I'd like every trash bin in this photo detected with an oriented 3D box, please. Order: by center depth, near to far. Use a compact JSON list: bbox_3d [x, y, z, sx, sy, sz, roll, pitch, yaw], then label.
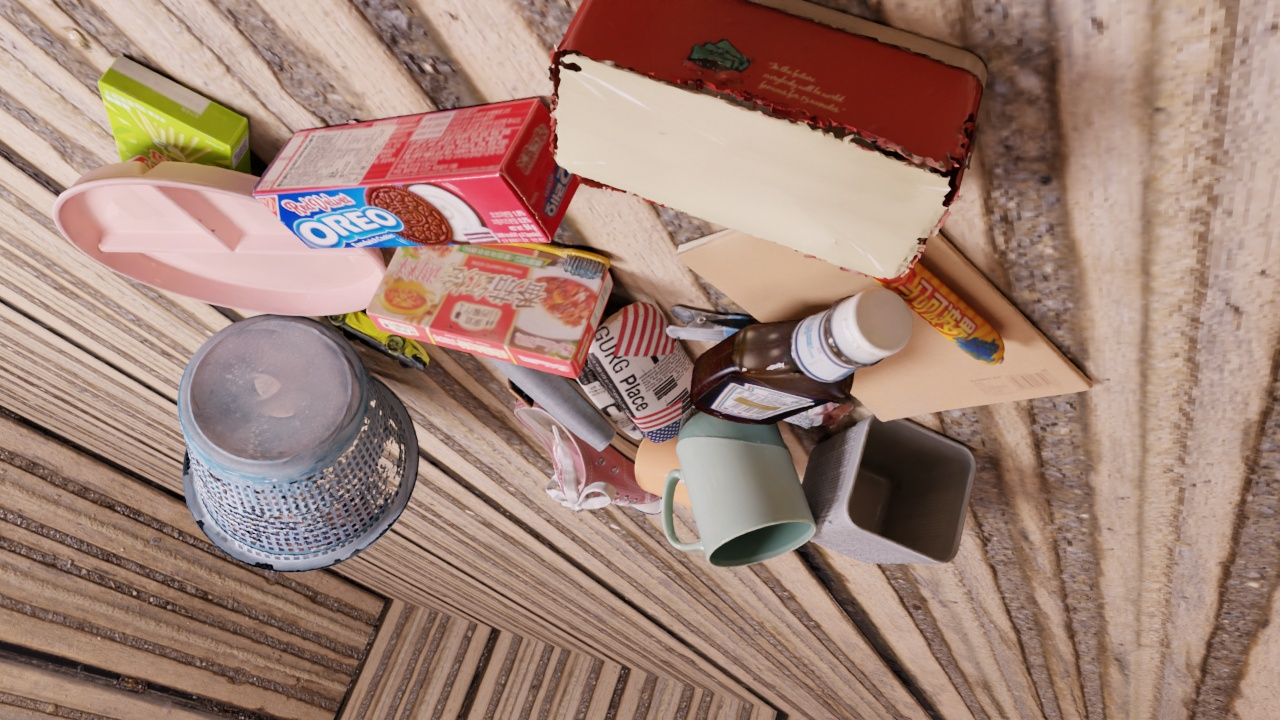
[{"bbox_3d":[-0.321,0.063,0.844,0.226,0.226,0.195,21,153,-2],"label":"trash bin"}]

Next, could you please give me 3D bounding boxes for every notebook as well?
[{"bbox_3d":[0.143,-0.024,0.543,0.211,0.012,0.150,34,152,-29],"label":"notebook"}]

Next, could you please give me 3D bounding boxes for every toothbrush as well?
[{"bbox_3d":[-0.111,-0.081,0.611,0.191,0.018,0.016,14,154,13],"label":"toothbrush"}]

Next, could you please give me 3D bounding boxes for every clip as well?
[{"bbox_3d":[0.046,-0.023,0.617,0.058,0.035,0.025,6,155,19],"label":"clip"}]

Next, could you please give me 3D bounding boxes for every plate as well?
[{"bbox_3d":[-0.301,-0.086,0.681,0.229,0.028,0.230,3,161,1],"label":"plate"}]

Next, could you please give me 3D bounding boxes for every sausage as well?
[{"bbox_3d":[0.141,-0.040,0.476,0.165,0.021,0.022,32,154,-26],"label":"sausage"}]

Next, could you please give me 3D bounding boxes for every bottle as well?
[{"bbox_3d":[0.093,0.001,0.548,0.080,0.044,0.195,13,164,-14],"label":"bottle"}]

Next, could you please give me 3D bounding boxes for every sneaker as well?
[{"bbox_3d":[-0.047,0.104,0.875,0.118,0.087,0.241,3,150,34],"label":"sneaker"}]

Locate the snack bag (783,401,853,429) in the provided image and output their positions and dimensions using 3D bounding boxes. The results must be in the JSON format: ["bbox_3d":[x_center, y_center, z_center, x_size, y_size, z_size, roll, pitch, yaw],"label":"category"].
[{"bbox_3d":[0.099,0.027,0.670,0.105,0.026,0.045,19,151,1],"label":"snack bag"}]

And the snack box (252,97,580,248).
[{"bbox_3d":[-0.133,-0.104,0.533,0.208,0.058,0.057,4,149,33],"label":"snack box"}]

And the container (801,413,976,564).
[{"bbox_3d":[0.177,0.103,0.699,0.090,0.090,0.114,24,159,-8],"label":"container"}]

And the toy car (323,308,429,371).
[{"bbox_3d":[-0.229,-0.025,0.802,0.105,0.032,0.048,28,164,9],"label":"toy car"}]

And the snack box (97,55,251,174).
[{"bbox_3d":[-0.317,-0.140,0.639,0.085,0.026,0.157,26,156,-13],"label":"snack box"}]

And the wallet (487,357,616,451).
[{"bbox_3d":[-0.083,0.018,0.722,0.129,0.037,0.106,42,174,-14],"label":"wallet"}]

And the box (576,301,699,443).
[{"bbox_3d":[-0.003,0.004,0.687,0.087,0.075,0.162,-19,143,10],"label":"box"}]

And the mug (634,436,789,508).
[{"bbox_3d":[0.061,0.099,0.804,0.123,0.078,0.078,11,156,33],"label":"mug"}]

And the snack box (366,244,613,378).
[{"bbox_3d":[-0.101,-0.042,0.619,0.153,0.075,0.025,13,156,16],"label":"snack box"}]

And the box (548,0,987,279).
[{"bbox_3d":[0.046,-0.094,0.386,0.168,0.078,0.091,19,156,4],"label":"box"}]

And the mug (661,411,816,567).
[{"bbox_3d":[0.065,0.098,0.701,0.112,0.106,0.082,-27,149,18],"label":"mug"}]
